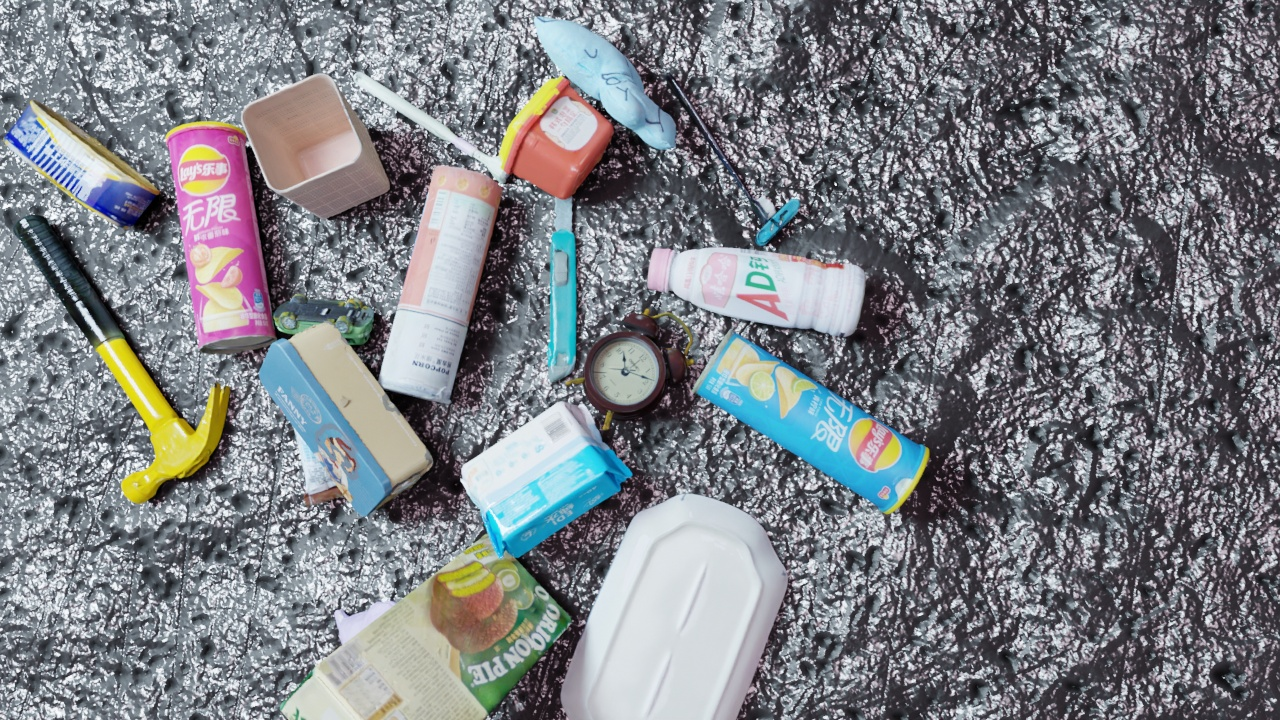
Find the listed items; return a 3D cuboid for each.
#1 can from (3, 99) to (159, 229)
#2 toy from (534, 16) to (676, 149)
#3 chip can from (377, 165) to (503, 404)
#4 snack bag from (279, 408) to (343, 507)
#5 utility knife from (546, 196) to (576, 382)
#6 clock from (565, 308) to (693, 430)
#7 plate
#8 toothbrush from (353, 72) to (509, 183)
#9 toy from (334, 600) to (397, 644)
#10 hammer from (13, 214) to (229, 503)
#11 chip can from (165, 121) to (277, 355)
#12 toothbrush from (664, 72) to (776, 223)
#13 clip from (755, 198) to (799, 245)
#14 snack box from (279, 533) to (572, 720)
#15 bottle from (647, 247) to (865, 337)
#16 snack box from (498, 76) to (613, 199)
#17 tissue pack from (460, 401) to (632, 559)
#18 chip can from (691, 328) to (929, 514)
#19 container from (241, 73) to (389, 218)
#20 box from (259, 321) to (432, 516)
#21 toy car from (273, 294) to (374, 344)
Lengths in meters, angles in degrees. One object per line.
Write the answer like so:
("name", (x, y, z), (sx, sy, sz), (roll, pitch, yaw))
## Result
("can", (-0.540, -0.188, 0.886), (0.148, 0.074, 0.049), (37, 88, 5))
("toy", (-0.030, -0.269, 0.872), (0.050, 0.161, 0.156), (-47, 43, 21))
("chip can", (-0.187, -0.071, 0.863), (0.071, 0.071, 0.214), (13, 84, 3))
("snack bag", (-0.308, 0.083, 0.870), (0.048, 0.026, 0.104), (-17, 84, -24))
("utility knife", (-0.077, -0.086, 0.891), (0.029, 0.013, 0.215), (-1, 82, 1))
("clock", (-0.005, 0.005, 0.857), (0.122, 0.055, 0.082), (-40, 83, -5))
("plate", (0.031, 0.255, 0.836), (0.162, 0.034, 0.265), (24, 84, 4))
("toothbrush", (-0.207, -0.235, 0.910), (0.189, 0.020, 0.029), (33, 117, 6))
("toy", (-0.234, 0.252, 0.824), (0.108, 0.038, 0.084), (-30, 85, 37))
("hammer", (-0.510, -0.016, 0.885), (0.128, 0.033, 0.300), (-37, 84, -3))
("chip can", (-0.399, -0.115, 0.874), (0.071, 0.071, 0.210), (-11, 83, 0))
("toothbrush", (0.077, -0.211, 0.901), (0.018, 0.016, 0.181), (-34, 84, -9))
("clip", (0.133, -0.133, 0.887), (0.014, 0.042, 0.056), (44, 87, 8))
("snack box", (-0.161, 0.242, 0.744), (0.114, 0.239, 0.063), (45, 116, 5))
("bottle", (0.106, -0.069, 0.859), (0.197, 0.068, 0.068), (9, 83, 6))
("snack box", (-0.077, -0.207, 0.867), (0.080, 0.082, 0.091), (35, 62, -3))
("tissue pack", (-0.088, 0.109, 0.835), (0.140, 0.063, 0.090), (-34, 62, -5))
("chip can", (0.153, 0.055, 0.838), (0.210, 0.071, 0.071), (32, 85, 5))
("container", (-0.298, -0.193, 0.861), (0.090, 0.111, 0.090), (-24, 83, -2))
("box", (-0.272, 0.048, 0.833), (0.184, 0.090, 0.061), (50, 49, 3))
("toy car", (-0.301, -0.038, 0.875), (0.091, 0.043, 0.036), (8, 124, -3))
